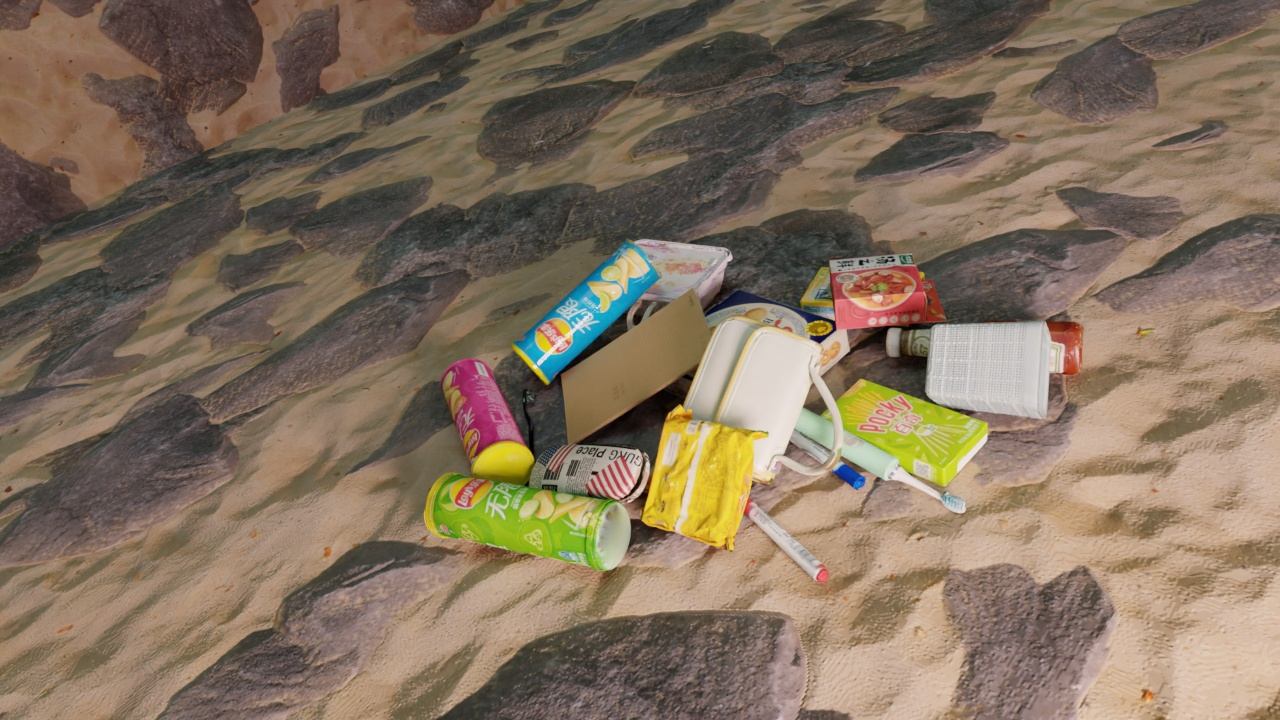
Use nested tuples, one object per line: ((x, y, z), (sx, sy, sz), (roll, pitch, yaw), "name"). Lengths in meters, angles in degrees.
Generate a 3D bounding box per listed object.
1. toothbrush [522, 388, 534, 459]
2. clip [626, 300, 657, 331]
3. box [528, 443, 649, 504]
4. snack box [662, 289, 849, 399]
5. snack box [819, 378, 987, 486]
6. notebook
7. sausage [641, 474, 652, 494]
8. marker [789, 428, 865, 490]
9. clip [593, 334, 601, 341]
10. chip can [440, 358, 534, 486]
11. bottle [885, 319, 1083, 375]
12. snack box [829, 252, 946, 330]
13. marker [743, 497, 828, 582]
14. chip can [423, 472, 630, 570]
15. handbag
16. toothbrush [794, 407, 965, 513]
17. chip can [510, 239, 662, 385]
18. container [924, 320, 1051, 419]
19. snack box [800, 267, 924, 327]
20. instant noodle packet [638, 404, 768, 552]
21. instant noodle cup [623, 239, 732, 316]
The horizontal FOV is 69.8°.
((-0.132, 0.089, 1.120), (0.016, 0.014, 0.188), (-5, 33, -7), "toothbrush")
((-0.005, -0.041, 1.212), (0.035, 0.094, 0.102), (12, 31, 34), "clip")
((-0.054, 0.125, 0.984), (0.165, 0.060, 0.071), (-3, 39, 43), "box")
((0.130, -0.007, 1.126), (0.177, 0.046, 0.183), (-37, 39, -28), "snack box")
((0.274, 0.073, 0.971), (0.085, 0.026, 0.156), (-36, 39, -29), "snack box")
((-0.007, 0.007, 1.124), (0.212, 0.012, 0.149), (-33, 32, 13), "notebook")
((-0.011, 0.130, 1.003), (0.165, 0.021, 0.021), (9, 40, 32), "sausage")
((0.185, 0.095, 0.982), (0.016, 0.017, 0.146), (-28, 36, -19), "marker")
((-0.073, -0.041, 1.283), (0.049, 0.015, 0.057), (-29, 35, -24), "clip")
((-0.189, 0.075, 1.110), (0.071, 0.071, 0.210), (-22, 34, -11), "chip can")
((0.383, -0.017, 1.030), (0.206, 0.060, 0.059), (3, 38, 25), "bottle")
((0.295, -0.086, 1.106), (0.127, 0.044, 0.113), (-5, 30, 10), "snack box")
((0.133, 0.169, 0.896), (0.017, 0.017, 0.145), (-27, 36, -17), "marker")
((-0.117, 0.165, 0.950), (0.222, 0.073, 0.072), (4, 38, 27), "chip can")
((0.137, 0.046, 0.967), (0.179, 0.063, 0.163), (18, 82, 35), "handbag")
((0.231, 0.098, 0.941), (0.026, 0.027, 0.224), (-41, 49, -22), "toothbrush")
((-0.070, -0.064, 1.205), (0.210, 0.071, 0.071), (-43, 39, -6), "chip can")
((0.361, 0.008, 0.954), (0.112, 0.090, 0.090), (3, 80, 29), "container")
((0.288, -0.084, 1.188), (0.141, 0.034, 0.086), (8, 40, 28), "snack box")
((0.063, 0.116, 0.926), (0.111, 0.044, 0.128), (12, 81, 30), "instant noodle packet")
((0.033, -0.109, 1.298), (0.174, 0.060, 0.137), (10, 41, 34), "instant noodle cup")
